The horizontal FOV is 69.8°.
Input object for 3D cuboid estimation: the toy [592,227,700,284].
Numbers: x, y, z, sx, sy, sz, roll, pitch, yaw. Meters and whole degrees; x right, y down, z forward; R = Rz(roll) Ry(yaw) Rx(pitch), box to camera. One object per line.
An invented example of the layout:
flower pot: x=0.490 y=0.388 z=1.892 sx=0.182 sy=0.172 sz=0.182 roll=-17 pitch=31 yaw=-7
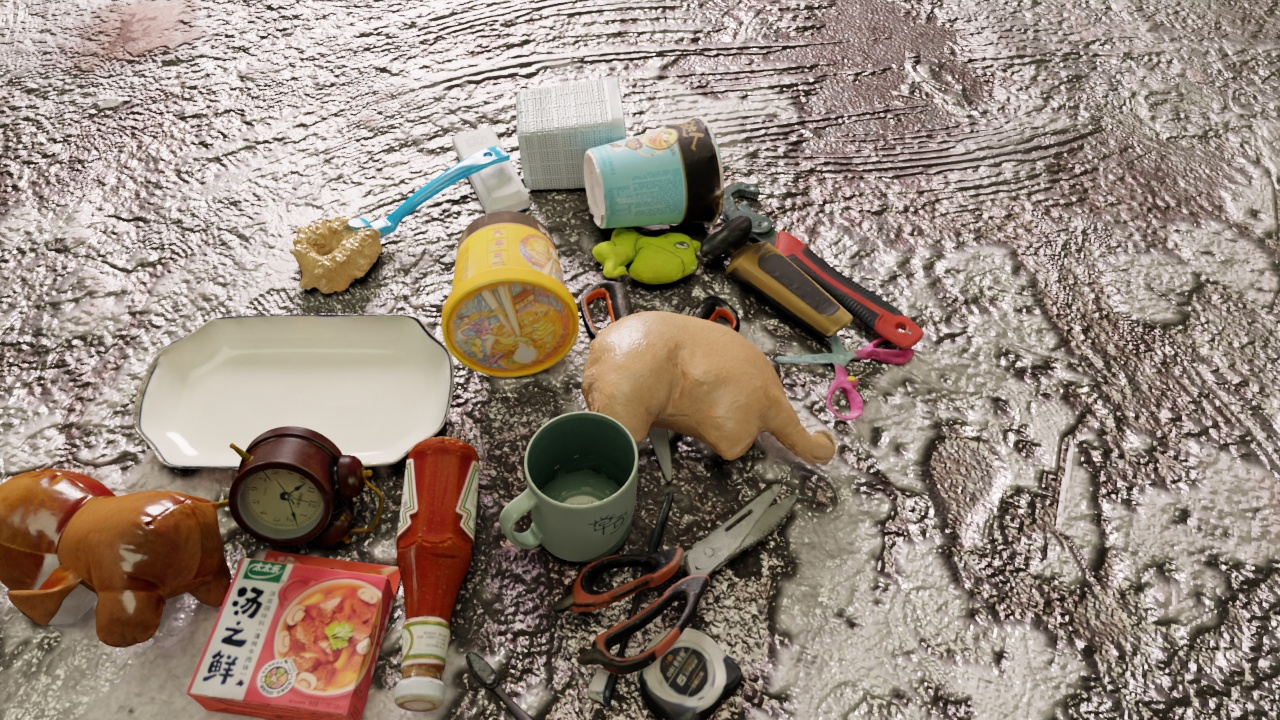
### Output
toy: x=0.008 y=-0.103 z=0.911 sx=0.100 sy=0.031 sz=0.096 roll=29 pitch=54 yaw=25

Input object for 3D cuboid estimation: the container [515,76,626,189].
container: x=-0.073 y=-0.237 z=0.976 sx=0.111 sy=0.090 sz=0.090 roll=-6 pitch=54 yaw=-2

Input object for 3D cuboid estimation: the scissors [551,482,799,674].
scissors: x=0.031 y=0.152 z=0.707 sx=0.199 sy=0.015 sz=0.204 roll=4 pitch=41 yaw=9

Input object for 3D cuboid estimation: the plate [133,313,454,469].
plate: x=-0.294 y=0.032 z=0.797 sx=0.265 sy=0.034 sz=0.161 roll=-1 pitch=54 yaw=-4

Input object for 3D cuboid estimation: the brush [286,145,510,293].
brush: x=-0.239 y=-0.152 z=0.923 sx=0.254 sy=0.046 sz=0.083 roll=-37 pitch=59 yaw=-19

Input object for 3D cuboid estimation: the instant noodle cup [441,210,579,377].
instant noodle cup: x=-0.120 y=-0.065 z=0.831 sx=0.118 sy=0.119 sz=0.114 roll=-5 pitch=46 yaw=-6

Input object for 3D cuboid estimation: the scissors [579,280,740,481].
scissors: x=0.011 y=0.003 z=0.838 sx=0.227 sy=0.022 sz=0.221 roll=-24 pitch=57 yaw=-20

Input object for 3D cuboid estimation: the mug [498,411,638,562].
mug: x=-0.056 y=0.108 z=0.704 sx=0.111 sy=0.106 sz=0.082 roll=-29 pitch=60 yaw=-22

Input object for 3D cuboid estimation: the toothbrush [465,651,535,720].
toothbrush: x=-0.062 y=0.272 z=0.640 sx=0.014 sy=0.017 sz=0.189 roll=-37 pitch=64 yaw=-26

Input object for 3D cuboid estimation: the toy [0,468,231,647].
toy: x=-0.404 y=0.139 z=0.674 sx=0.200 sy=0.140 sz=0.130 roll=16 pitch=96 yaw=12

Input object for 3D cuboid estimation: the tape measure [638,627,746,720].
tape measure: x=0.032 y=0.229 z=0.663 sx=0.065 sy=0.034 sz=0.066 roll=-33 pitch=59 yaw=-26

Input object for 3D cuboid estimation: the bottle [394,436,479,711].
bottle: x=-0.157 y=0.157 z=0.695 sx=0.060 sy=0.060 sz=0.205 roll=0 pitch=54 yaw=-3

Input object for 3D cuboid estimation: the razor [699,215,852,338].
razor: x=0.132 y=-0.080 z=0.878 sx=0.062 sy=0.068 sz=0.167 roll=-37 pitch=65 yaw=-25

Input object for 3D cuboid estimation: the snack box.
snack box: x=-0.247 y=0.194 z=0.671 sx=0.113 sy=0.044 sz=0.126 roll=6 pitch=53 yaw=2

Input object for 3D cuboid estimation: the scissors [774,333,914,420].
scissors: x=0.192 y=0.000 z=0.853 sx=0.134 sy=0.017 sz=0.133 roll=-7 pitch=50 yaw=-3

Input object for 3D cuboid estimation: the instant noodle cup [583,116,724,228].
instant noodle cup: x=0.009 y=-0.180 z=0.916 sx=0.120 sy=0.111 sz=0.111 roll=-12 pitch=55 yaw=-13

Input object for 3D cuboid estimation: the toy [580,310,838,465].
toy: x=0.062 y=0.025 z=0.778 sx=0.226 sy=0.083 sz=0.143 roll=9 pitch=56 yaw=-7

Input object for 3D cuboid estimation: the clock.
clock: x=-0.261 y=0.102 z=0.713 sx=0.122 sy=0.082 sz=0.055 roll=19 pitch=19 yaw=-13

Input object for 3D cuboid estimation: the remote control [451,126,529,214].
remote control: x=-0.161 y=-0.204 z=0.985 sx=0.049 sy=0.024 sz=0.125 roll=-19 pitch=56 yaw=-16

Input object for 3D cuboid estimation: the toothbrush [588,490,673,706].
toothbrush: x=-0.003 y=0.178 z=0.712 sx=0.018 sy=0.016 sz=0.180 roll=11 pitch=54 yaw=17

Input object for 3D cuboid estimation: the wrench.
wrench: x=0.171 y=-0.098 z=0.918 sx=0.056 sy=0.016 sz=0.273 roll=-31 pitch=57 yaw=-21
